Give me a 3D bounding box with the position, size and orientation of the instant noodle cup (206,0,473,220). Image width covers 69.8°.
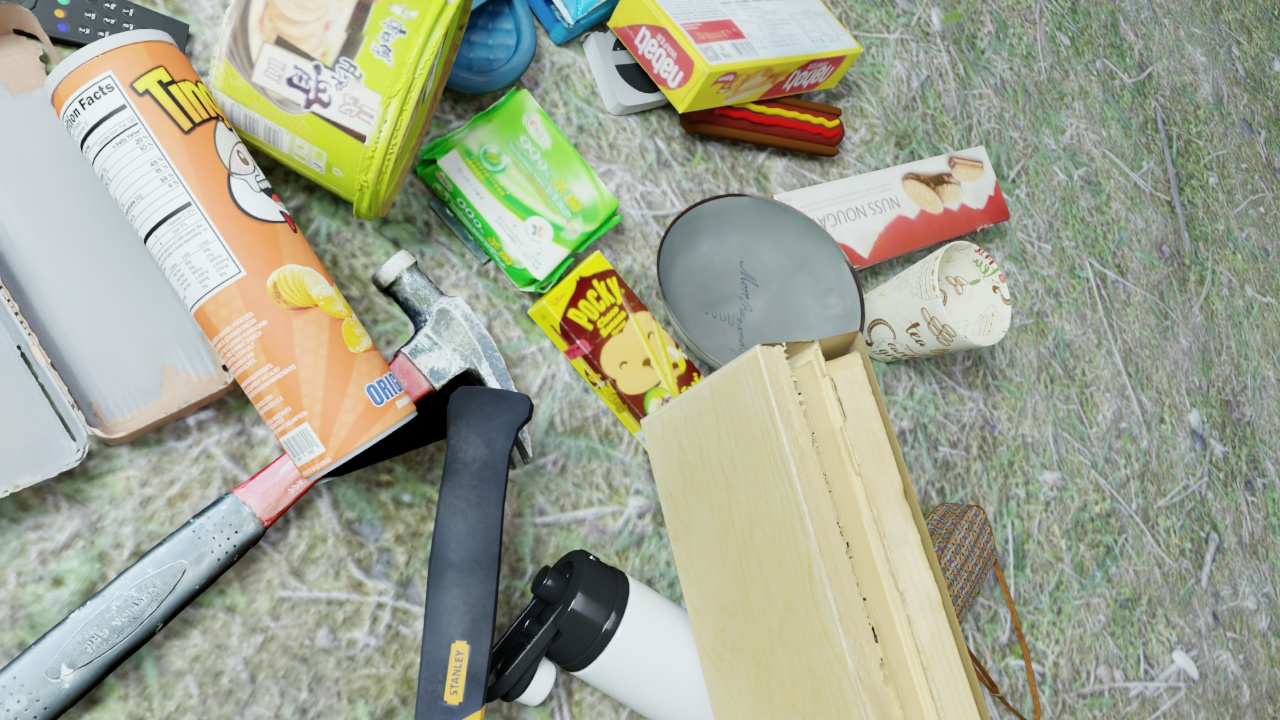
[{"bbox_3d":[-0.159,-0.159,0.490,0.098,0.146,0.146,23,65,-13],"label":"instant noodle cup"}]

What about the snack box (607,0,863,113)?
[{"bbox_3d":[0.077,-0.243,0.688,0.200,0.042,0.092,-23,70,-41],"label":"snack box"}]

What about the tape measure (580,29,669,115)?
[{"bbox_3d":[-0.007,-0.214,0.670,0.064,0.017,0.064,-19,87,-34],"label":"tape measure"}]

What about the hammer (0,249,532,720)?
[{"bbox_3d":[-0.191,0.083,0.462,0.140,0.036,0.325,51,57,-8],"label":"hammer"}]

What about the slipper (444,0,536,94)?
[{"bbox_3d":[-0.141,-0.267,0.577,0.214,0.059,0.103,52,54,-8],"label":"slipper"}]

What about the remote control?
[{"bbox_3d":[-0.306,-0.184,0.479,0.124,0.010,0.039,10,71,-29],"label":"remote control"}]

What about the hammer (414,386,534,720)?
[{"bbox_3d":[-0.088,0.168,0.461,0.139,0.035,0.312,8,80,-8],"label":"hammer"}]

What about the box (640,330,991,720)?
[{"bbox_3d":[0.105,0.121,0.496,0.148,0.141,0.248,-8,73,-23],"label":"box"}]

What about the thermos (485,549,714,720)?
[{"bbox_3d":[0.022,0.203,0.544,0.230,0.069,0.101,36,74,-18],"label":"thermos"}]

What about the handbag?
[{"bbox_3d":[0.266,0.206,0.720,0.093,0.043,0.196,-43,109,-37],"label":"handbag"}]

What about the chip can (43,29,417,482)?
[{"bbox_3d":[-0.190,-0.046,0.436,0.062,0.062,0.210,-36,98,-34],"label":"chip can"}]

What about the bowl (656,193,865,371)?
[{"bbox_3d":[0.075,-0.039,0.638,0.150,0.057,0.150,7,64,-16],"label":"bowl"}]

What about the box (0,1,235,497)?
[{"bbox_3d":[-0.302,-0.051,0.419,0.156,0.063,0.216,-34,96,-49],"label":"box"}]

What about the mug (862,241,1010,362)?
[{"bbox_3d":[0.233,-0.049,0.724,0.121,0.097,0.081,-40,98,-34],"label":"mug"}]

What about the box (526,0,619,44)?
[{"bbox_3d":[-0.090,-0.346,0.626,0.090,0.066,0.243,-42,100,-32],"label":"box"}]

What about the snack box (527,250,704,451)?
[{"bbox_3d":[-0.004,0.004,0.605,0.149,0.026,0.061,50,56,-11],"label":"snack box"}]

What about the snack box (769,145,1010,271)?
[{"bbox_3d":[0.207,-0.121,0.761,0.272,0.044,0.076,-18,86,-34],"label":"snack box"}]

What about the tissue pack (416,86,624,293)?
[{"bbox_3d":[-0.076,-0.109,0.588,0.114,0.034,0.099,50,56,-13],"label":"tissue pack"}]

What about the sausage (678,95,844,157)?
[{"bbox_3d":[0.098,-0.187,0.715,0.155,0.040,0.040,1,76,-32],"label":"sausage"}]
